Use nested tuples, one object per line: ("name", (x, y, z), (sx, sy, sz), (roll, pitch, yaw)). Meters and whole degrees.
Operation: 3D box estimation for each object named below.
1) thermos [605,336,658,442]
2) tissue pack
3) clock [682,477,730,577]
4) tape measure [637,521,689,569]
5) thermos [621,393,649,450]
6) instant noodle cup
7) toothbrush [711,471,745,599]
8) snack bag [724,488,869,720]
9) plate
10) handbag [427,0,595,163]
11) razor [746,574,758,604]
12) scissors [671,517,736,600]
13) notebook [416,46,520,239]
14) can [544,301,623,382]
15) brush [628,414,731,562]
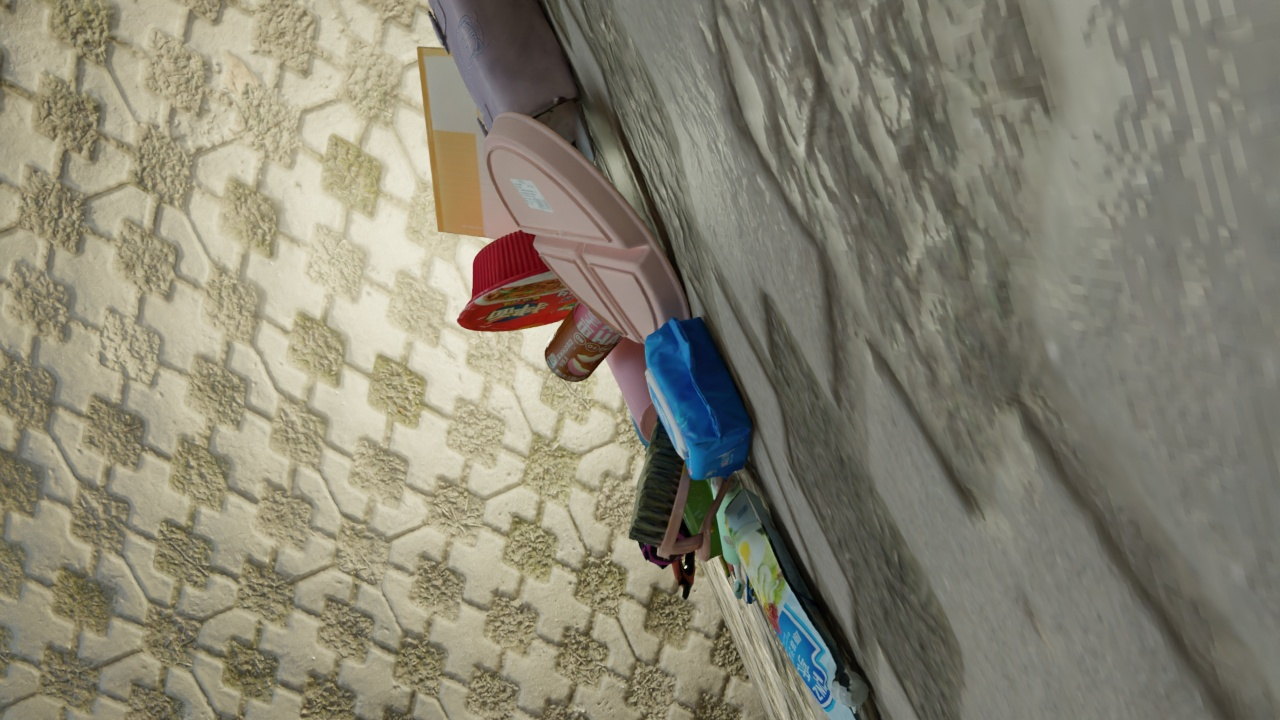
("thermos", (-0.006, 0.006, 0.975), (0.067, 0.087, 0.198), (-63, 30, 24))
("tissue pack", (0.040, 0.034, 0.672), (0.157, 0.052, 0.095), (76, 171, -70))
("clock", (0.068, 0.152, 1.020), (0.161, 0.056, 0.116), (-116, 4, -46))
("tape measure", (0.026, 0.200, 1.023), (0.058, 0.057, 0.039), (50, -178, -27))
("thermos", (0.018, 0.062, 1.140), (0.220, 0.070, 0.070), (74, 172, -70))
("instant noodle cup", (-0.100, -0.089, 0.945), (0.194, 0.194, 0.066), (85, 170, -81))
("toothbrush", (0.093, 0.180, 0.923), (0.225, 0.026, 0.027), (77, -155, -49))
("snack bag", (0.119, 0.194, 0.690), (0.110, 0.038, 0.191), (87, 162, -48))
("plate", (-0.048, -0.096, 0.734), (0.229, 0.028, 0.230), (45, 167, 13))
("handbag", (-0.120, -0.270, 0.829), (0.145, 0.098, 0.197), (104, 143, -76))
("razor", (0.125, 0.233, 0.977), (0.143, 0.022, 0.042), (77, -168, -71))
("scissors", (0.069, 0.186, 1.122), (0.189, 0.015, 0.222), (31, -129, -47))
("notebook", (-0.162, -0.225, 0.980), (0.010, 0.146, 0.207), (-58, -26, -55))
("can", (-0.044, -0.035, 0.913), (0.148, 0.057, 0.058), (-47, 61, 49))
("brush", (0.034, 0.102, 0.740), (0.145, 0.073, 0.063), (-74, 2, -56))
